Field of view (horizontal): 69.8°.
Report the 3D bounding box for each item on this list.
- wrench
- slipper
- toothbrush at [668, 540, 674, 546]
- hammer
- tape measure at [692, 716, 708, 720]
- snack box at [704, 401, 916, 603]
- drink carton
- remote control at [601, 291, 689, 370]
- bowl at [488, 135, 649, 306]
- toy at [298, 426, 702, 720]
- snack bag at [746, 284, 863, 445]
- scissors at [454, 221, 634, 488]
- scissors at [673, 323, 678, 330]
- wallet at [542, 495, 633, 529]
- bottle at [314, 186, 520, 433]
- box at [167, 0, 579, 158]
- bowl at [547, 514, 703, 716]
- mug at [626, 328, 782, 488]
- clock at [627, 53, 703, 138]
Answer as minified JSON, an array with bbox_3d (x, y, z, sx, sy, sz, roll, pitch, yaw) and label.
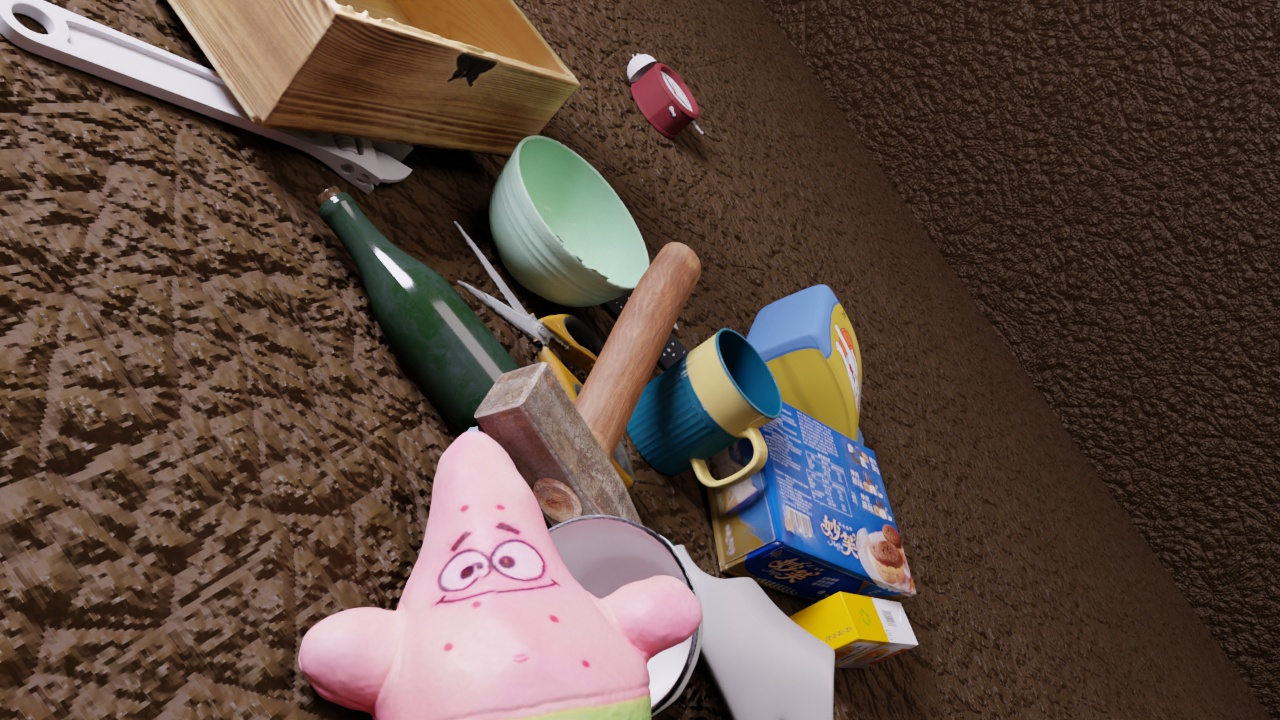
[{"bbox_3d":[-0.260,-0.174,0.592,0.272,0.018,0.086,15,47,-51],"label":"wrench"},{"bbox_3d":[0.102,0.233,0.600,0.265,0.080,0.113,63,-2,14],"label":"slipper"},{"bbox_3d":[0.075,0.213,0.693,0.190,0.017,0.016,51,27,-4],"label":"toothbrush"},{"bbox_3d":[-0.004,0.004,0.657,0.158,0.037,0.299,60,32,-25],"label":"hammer"},{"bbox_3d":[0.045,0.259,0.565,0.061,0.034,0.061,50,13,5],"label":"tape measure"},{"bbox_3d":[0.149,0.130,0.827,0.202,0.069,0.154,27,41,-38],"label":"snack box"},{"bbox_3d":[0.185,0.236,0.796,0.122,0.059,0.040,23,41,-46],"label":"drink carton"},{"bbox_3d":[0.007,-0.028,0.852,0.140,0.009,0.030,46,66,-16],"label":"remote control"},{"bbox_3d":[-0.068,-0.102,0.753,0.151,0.077,0.150,39,31,-28],"label":"bowl"},{"bbox_3d":[-0.065,0.134,0.450,0.191,0.097,0.236,-4,54,-19],"label":"toy"},{"bbox_3d":[0.203,0.040,1.023,0.205,0.102,0.158,61,25,-15],"label":"snack bag"},{"bbox_3d":[-0.061,0.000,0.660,0.216,0.016,0.225,66,14,22],"label":"scissors"},{"bbox_3d":[-0.015,-0.091,0.895,0.153,0.019,0.124,14,48,-55],"label":"scissors"},{"bbox_3d":[-0.025,0.140,0.615,0.091,0.018,0.115,21,45,-48],"label":"wallet"},{"bbox_3d":[-0.144,-0.036,0.580,0.174,0.055,0.055,52,27,-3],"label":"bottle"},{"bbox_3d":[-0.153,-0.360,0.635,0.284,0.324,0.278,51,27,12],"label":"box"},{"bbox_3d":[-0.017,0.149,0.518,0.116,0.116,0.065,67,7,24],"label":"bowl"},{"bbox_3d":[0.055,0.049,0.746,0.083,0.107,0.113,16,46,-54],"label":"mug"},{"bbox_3d":[0.030,-0.363,1.250,0.096,0.048,0.137,14,48,-53],"label":"clock"}]
